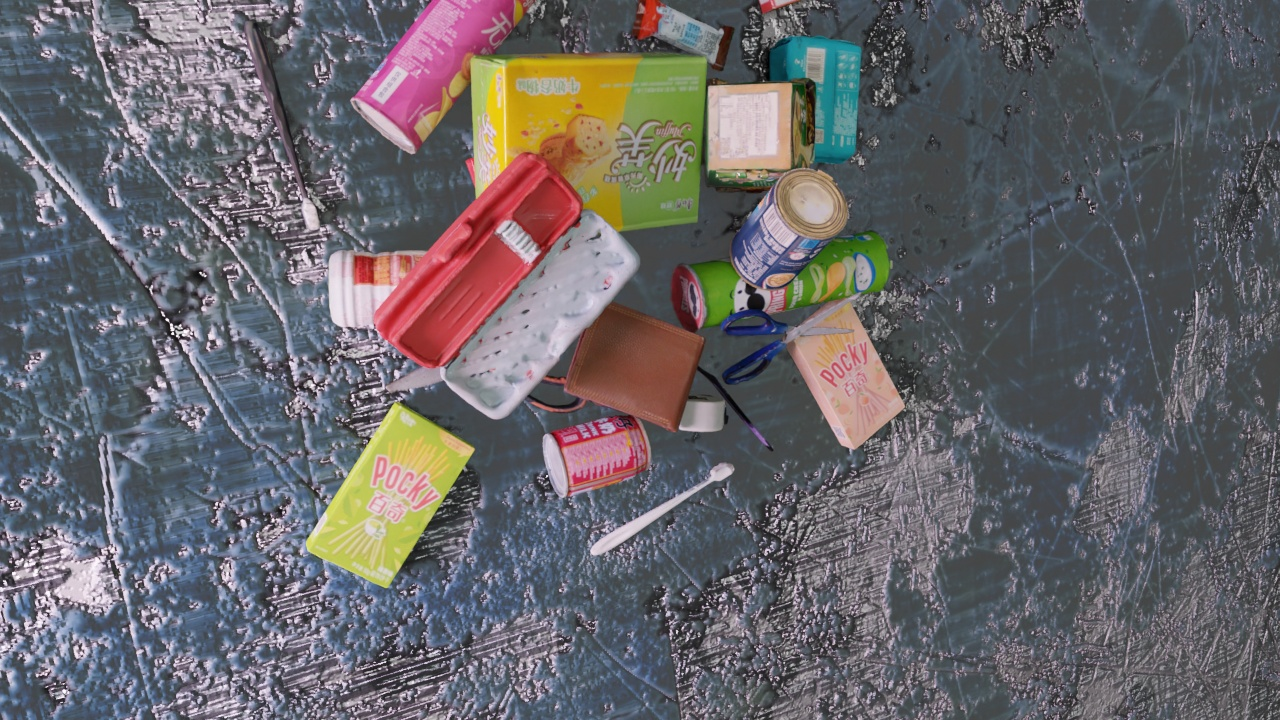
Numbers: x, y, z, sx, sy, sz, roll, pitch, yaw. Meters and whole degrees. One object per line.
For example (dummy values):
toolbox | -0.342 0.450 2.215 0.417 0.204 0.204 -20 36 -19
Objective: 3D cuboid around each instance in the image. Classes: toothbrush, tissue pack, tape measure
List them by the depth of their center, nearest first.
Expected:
toothbrush | -0.309 -0.201 0.793 0.015 0.018 0.181 -18 102 -17
tape measure | 0.056 0.053 0.951 0.065 0.066 0.033 1 96 -23
tissue pack | 0.182 -0.272 0.967 0.093 0.050 0.133 -2 99 -23
toothbrush | 0.023 0.157 0.982 0.180 0.016 0.016 -30 105 -14
toothbrush | 0.091 0.034 0.992 0.016 0.014 0.189 -47 112 -14

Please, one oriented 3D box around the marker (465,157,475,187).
marker | -0.135 -0.120 0.865 0.017 0.017 0.145 -19 97 -19

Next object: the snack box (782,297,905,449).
snack box | 0.232 0.015 1.041 0.084 0.026 0.157 -37 110 -14

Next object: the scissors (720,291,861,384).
scissors | 0.149 -0.025 0.961 0.162 0.012 0.175 18 129 -40

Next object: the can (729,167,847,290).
can | 0.140 -0.124 0.876 0.075 0.111 0.075 6 67 -15

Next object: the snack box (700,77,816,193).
snack box | 0.111 -0.224 0.889 0.118 0.105 0.117 1 97 10

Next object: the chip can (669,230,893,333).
chip can | 0.151 -0.086 0.970 0.235 0.072 0.072 -12 102 -21

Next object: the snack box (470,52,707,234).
snack box | -0.044 -0.199 0.840 0.209 0.070 0.158 -11 116 -29

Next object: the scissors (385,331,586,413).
scissors | -0.135 -0.009 0.892 0.225 0.015 0.189 -34 109 -14

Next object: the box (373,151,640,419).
box | -0.111 -0.061 0.793 0.201 0.039 0.158 -47 128 0

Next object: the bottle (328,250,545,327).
bottle | -0.175 -0.065 0.824 0.196 0.068 0.068 -2 98 -14

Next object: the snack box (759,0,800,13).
snack box | 0.186 -0.426 0.961 0.155 0.027 0.077 -25 106 -18

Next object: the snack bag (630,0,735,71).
snack bag | 0.043 -0.327 0.915 0.104 0.026 0.048 11 99 -24

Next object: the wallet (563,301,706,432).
wallet | -0.005 0.005 0.905 0.124 0.032 0.101 20 80 -8

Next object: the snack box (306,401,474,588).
snack box | -0.234 0.126 0.863 0.085 0.026 0.156 35 83 -24

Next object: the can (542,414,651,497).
can | -0.043 0.093 0.915 0.093 0.066 0.066 -14 102 -20

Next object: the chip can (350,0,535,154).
chip can | -0.163 -0.286 0.811 0.071 0.071 0.210 39 82 -22
